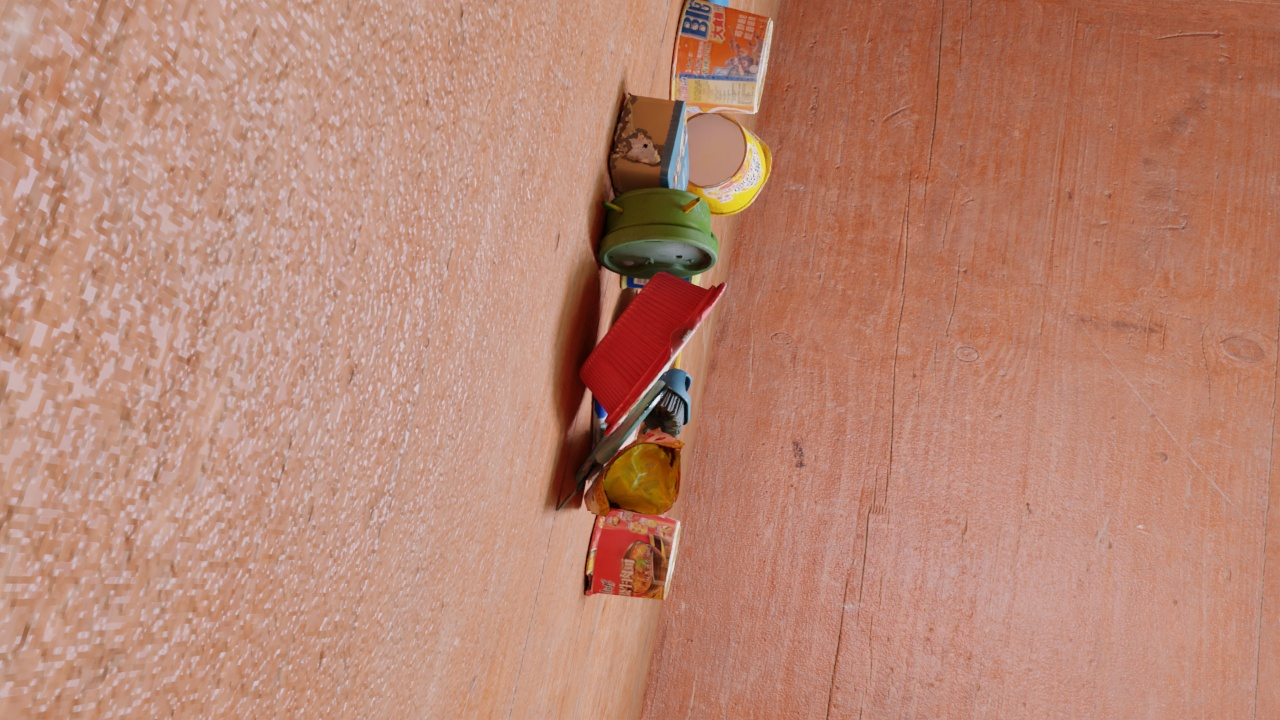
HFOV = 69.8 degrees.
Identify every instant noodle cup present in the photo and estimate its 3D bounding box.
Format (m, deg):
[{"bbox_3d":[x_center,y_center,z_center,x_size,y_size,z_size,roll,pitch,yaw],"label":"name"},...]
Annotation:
[{"bbox_3d":[0.003,-0.019,0.907,0.194,0.066,0.194,-51,-178,2],"label":"instant noodle cup"},{"bbox_3d":[-0.007,0.260,1.251,0.138,0.108,0.138,12,88,-83],"label":"instant noodle cup"},{"bbox_3d":[0.108,-0.391,1.198,0.151,0.111,0.151,12,88,-83],"label":"instant noodle cup"},{"bbox_3d":[0.106,-0.284,1.295,0.109,0.138,0.138,13,87,-74],"label":"instant noodle cup"}]

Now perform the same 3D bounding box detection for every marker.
[{"bbox_3d":[-0.048,0.091,1.062,0.016,0.017,0.146,-70,168,-51],"label":"marker"}]

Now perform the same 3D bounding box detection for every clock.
[{"bbox_3d":[0.020,-0.119,0.915,0.161,0.116,0.056,62,29,-74],"label":"clock"}]

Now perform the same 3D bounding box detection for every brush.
[{"bbox_3d":[0.037,0.048,1.120,0.073,0.055,0.144,-61,168,-17],"label":"brush"}]

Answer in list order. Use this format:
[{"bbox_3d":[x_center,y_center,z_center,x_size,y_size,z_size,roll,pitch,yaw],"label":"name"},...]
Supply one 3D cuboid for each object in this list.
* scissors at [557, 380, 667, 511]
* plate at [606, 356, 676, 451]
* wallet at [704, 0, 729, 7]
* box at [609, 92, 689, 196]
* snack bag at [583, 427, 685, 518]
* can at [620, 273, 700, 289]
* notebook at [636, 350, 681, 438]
[{"bbox_3d":[-0.028,0.082,0.960,0.175,0.019,0.170,-51,-177,7],"label":"scissors"},{"bbox_3d":[0.007,0.020,1.149,0.229,0.028,0.230,-62,168,-23],"label":"plate"},{"bbox_3d":[0.102,-0.472,1.342,0.106,0.040,0.133,-50,151,-67],"label":"wallet"},{"bbox_3d":[0.013,-0.195,0.952,0.184,0.063,0.089,64,38,-75],"label":"box"},{"bbox_3d":[-0.009,0.122,0.988,0.128,0.073,0.208,-44,-176,-7],"label":"snack bag"},{"bbox_3d":[0.028,-0.113,1.093,0.102,0.083,0.057,-57,157,-71],"label":"can"},{"bbox_3d":[0.026,0.033,1.299,0.146,0.010,0.205,130,-28,-58],"label":"notebook"}]
